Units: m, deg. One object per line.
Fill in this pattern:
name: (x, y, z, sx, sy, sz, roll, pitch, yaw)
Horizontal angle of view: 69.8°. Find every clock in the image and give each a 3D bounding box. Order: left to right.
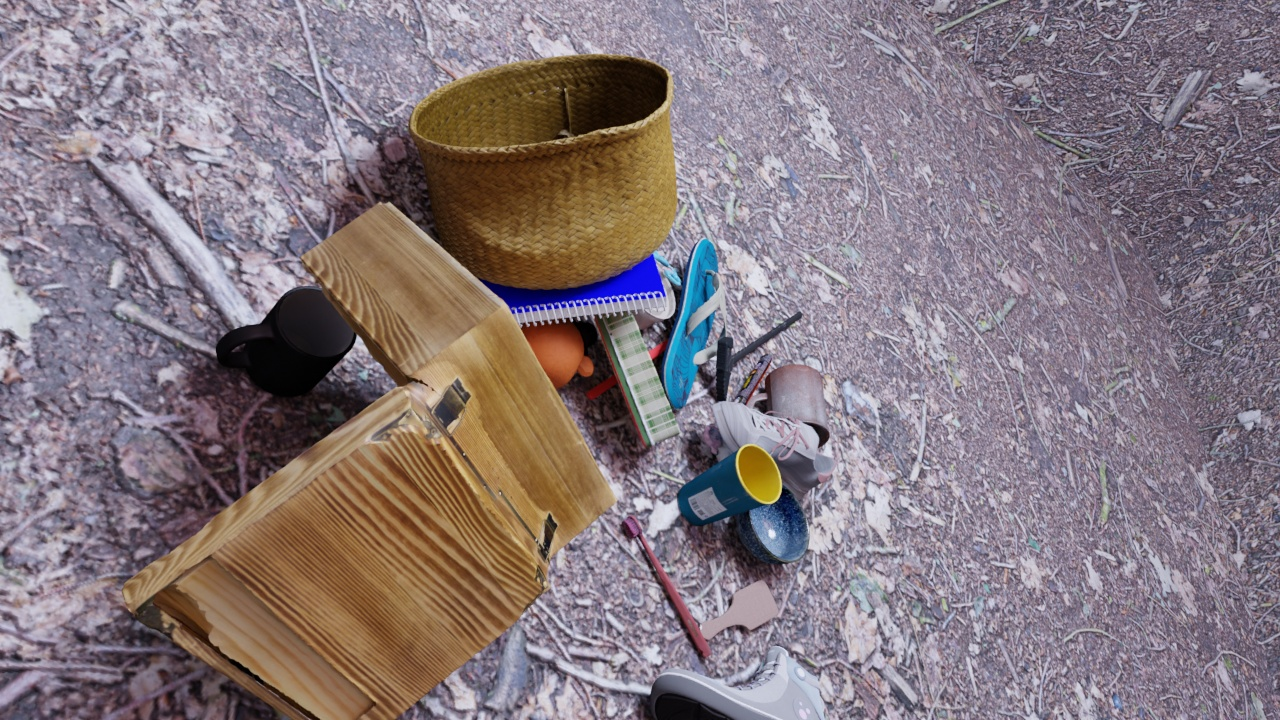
clock: (-0.021, -0.094, 1.254, 0.156, 0.061, 0.103, 13, 54, -48)

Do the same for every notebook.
notebook: (-0.085, -0.098, 1.084, 0.209, 0.022, 0.171, -7, 36, -5)

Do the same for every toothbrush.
toothbrush: (-0.007, 0.007, 1.238, 0.211, 0.018, 0.012, -34, 90, -46)
toothbrush: (0.031, 0.271, 1.097, 0.016, 0.016, 0.190, -26, 84, -45)

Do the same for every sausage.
sausage: (0.166, 0.035, 1.367, 0.020, 0.020, 0.154, 46, 49, -11)

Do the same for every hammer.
hammer: (0.192, -0.026, 1.431, 0.323, 0.015, 0.095, -29, 126, -56)

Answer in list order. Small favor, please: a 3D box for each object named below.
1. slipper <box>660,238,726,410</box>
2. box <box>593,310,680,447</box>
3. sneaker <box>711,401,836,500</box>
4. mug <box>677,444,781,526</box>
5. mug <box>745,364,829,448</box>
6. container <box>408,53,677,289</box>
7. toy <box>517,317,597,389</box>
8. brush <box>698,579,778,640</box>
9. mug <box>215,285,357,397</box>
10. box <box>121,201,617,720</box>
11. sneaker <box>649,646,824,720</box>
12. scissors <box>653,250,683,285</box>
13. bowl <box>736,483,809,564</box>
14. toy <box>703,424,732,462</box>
slipper: (0.090, -0.052, 1.301, 0.118, 0.060, 0.294, 72, 27, -45)
box: (-0.010, 0.004, 1.147, 0.117, 0.051, 0.205, -120, -171, -87)
sneaker: (0.190, 0.107, 1.253, 0.236, 0.090, 0.099, 38, 24, -40)
mug: (0.108, 0.164, 1.160, 0.078, 0.122, 0.078, 25, 49, -32)
mug: (0.215, 0.070, 1.365, 0.123, 0.096, 0.110, 6, 49, -6)
container: (-0.101, -0.221, 1.075, 0.305, 0.307, 0.197, -55, 149, -48)
toy: (-0.125, -0.010, 1.072, 0.175, 0.096, 0.112, -20, 79, -26)
brush: (0.119, 0.321, 1.155, 0.135, 0.015, 0.050, -13, 73, -42)
mug: (-0.340, -0.016, 0.869, 0.113, 0.088, 0.078, -5, 68, -46)
box: (-0.227, 0.105, 0.783, 0.335, 0.286, 0.279, -39, 136, -16)
sneaker: (0.122, 0.385, 1.067, 0.256, 0.093, 0.160, 37, 35, -19)
scissors: (0.039, -0.139, 1.341, 0.076, 0.015, 0.141, 50, 7, 2)
bowl: (0.166, 0.222, 1.227, 0.114, 0.061, 0.114, 22, 52, -32)
toy: (0.127, 0.131, 1.264, 0.122, 0.038, 0.079, 44, 33, -26)
